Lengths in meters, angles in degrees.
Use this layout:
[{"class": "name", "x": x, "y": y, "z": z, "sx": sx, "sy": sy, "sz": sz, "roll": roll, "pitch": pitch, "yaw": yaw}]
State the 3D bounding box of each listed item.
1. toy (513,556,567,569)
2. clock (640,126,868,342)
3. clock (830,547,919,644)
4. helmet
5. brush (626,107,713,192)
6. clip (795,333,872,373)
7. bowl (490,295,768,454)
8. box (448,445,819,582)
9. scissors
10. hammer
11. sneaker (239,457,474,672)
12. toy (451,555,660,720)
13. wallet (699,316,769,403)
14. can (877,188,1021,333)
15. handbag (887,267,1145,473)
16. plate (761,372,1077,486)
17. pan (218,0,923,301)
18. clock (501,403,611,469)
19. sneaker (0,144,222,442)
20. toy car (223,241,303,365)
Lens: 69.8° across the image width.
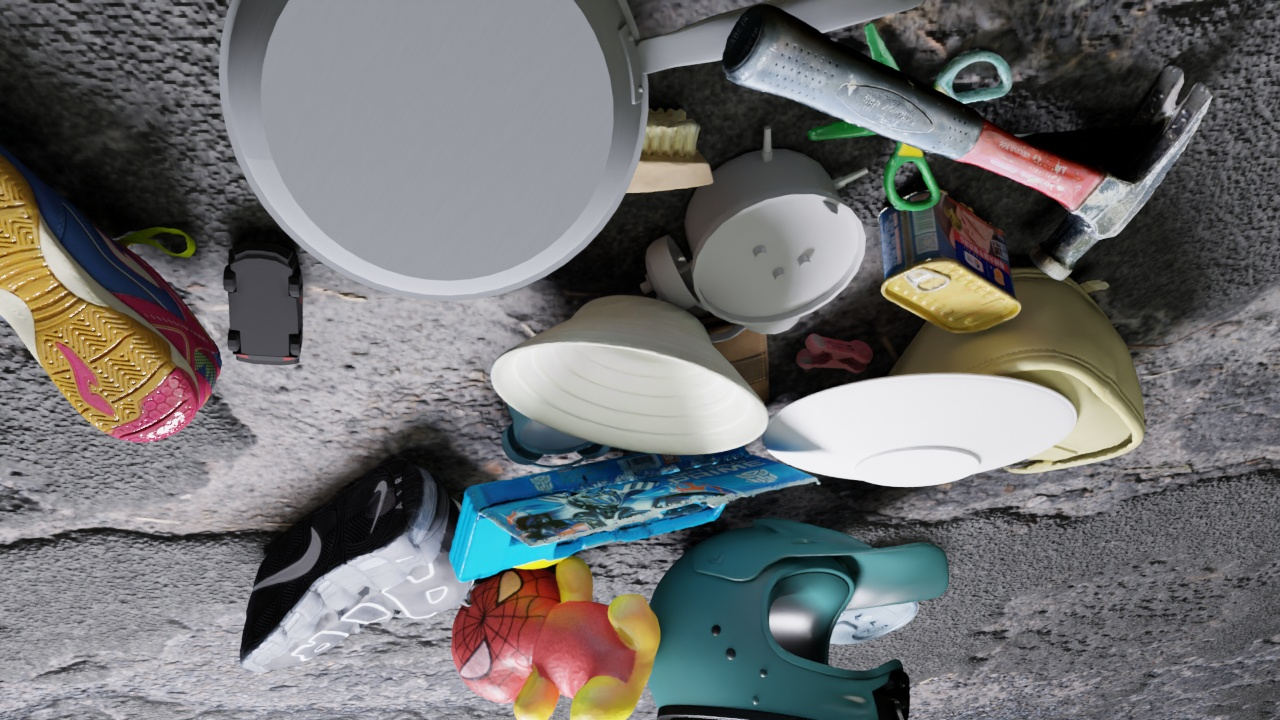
[{"class": "toy", "x": -0.097, "y": 0.151, "z": 0.807, "sx": 0.096, "sy": 0.041, "sz": 0.094, "roll": -27, "pitch": 134, "yaw": 19}, {"class": "clock", "x": 0.070, "y": -0.061, "z": 0.576, "sx": 0.119, "sy": 0.061, "sz": 0.160, "roll": 14, "pitch": 133, "yaw": -28}, {"class": "clock", "x": 0.224, "y": 0.268, "z": 1.010, "sx": 0.158, "sy": 0.058, "sz": 0.116, "roll": -35, "pitch": 134, "yaw": 26}, {"class": "helmet", "x": 0.136, "y": 0.244, "z": 0.841, "sx": 0.275, "sy": 0.199, "sz": 0.176, "roll": -8, "pitch": 144, "yaw": 31}, {"class": "brush", "x": -0.020, "y": -0.117, "z": 0.499, "sx": 0.117, "sy": 0.049, "sz": 0.039, "roll": -2, "pitch": 122, "yaw": -12}, {"class": "clip", "x": 0.147, "y": -0.008, "z": 0.693, "sx": 0.060, "sy": 0.023, "sz": 0.044, "roll": -7, "pitch": 142, "yaw": 3}, {"class": "bowl", "x": -0.003, "y": 0.003, "z": 0.590, "sx": 0.177, "sy": 0.057, "sz": 0.177, "roll": 9, "pitch": 156, "yaw": 4}, {"class": "box", "x": -0.011, "y": 0.101, "z": 0.702, "sx": 0.243, "sy": 0.070, "sz": 0.171, "roll": -8, "pitch": 165, "yaw": -30}, {"class": "scissors", "x": 0.158, "y": -0.143, "z": 0.524, "sx": 0.130, "sy": 0.011, "sz": 0.125, "roll": -33, "pitch": 126, "yaw": 5}, {"class": "hammer", "x": 0.183, "y": -0.130, "z": 0.501, "sx": 0.325, "sy": 0.036, "sz": 0.141, "roll": 9, "pitch": 129, "yaw": -33}, {"class": "sneaker", "x": -0.219, "y": 0.190, "z": 0.777, "sx": 0.253, "sy": 0.097, "sz": 0.150, "roll": -38, "pitch": 131, "yaw": 21}, {"class": "toy", "x": -0.084, "y": 0.257, "z": 0.836, "sx": 0.217, "sy": 0.147, "sz": 0.099, "roll": 3, "pitch": 141, "yaw": 40}, {"class": "wallet", "x": 0.036, "y": 0.011, "z": 0.683, "sx": 0.121, "sy": 0.026, "sz": 0.099, "roll": -13, "pitch": 139, "yaw": 1}, {"class": "can", "x": 0.199, "y": -0.064, "z": 0.597, "sx": 0.099, "sy": 0.059, "sz": 0.054, "roll": 21, "pitch": 148, "yaw": -34}, {"class": "handbag", "x": 0.298, "y": 0.020, "z": 0.723, "sx": 0.232, "sy": 0.088, "sz": 0.191, "roll": 18, "pitch": 147, "yaw": -31}, {"class": "plate", "x": 0.208, "y": 0.069, "z": 0.696, "sx": 0.229, "sy": 0.030, "sz": 0.230, "roll": 2, "pitch": 156, "yaw": 1}, {"class": "pan", "x": -0.018, "y": -0.140, "z": 0.441, "sx": 0.356, "sy": 0.050, "sz": 0.201, "roll": -15, "pitch": 117, "yaw": -5}, {"class": "clock", "x": -0.063, "y": 0.050, "z": 0.700, "sx": 0.087, "sy": 0.042, "sz": 0.123, "roll": -5, "pitch": 146, "yaw": -9}, {"class": "sneaker", "x": -0.326, "y": -0.060, "z": 0.480, "sx": 0.116, "sy": 0.091, "sz": 0.242, "roll": -30, "pitch": 118, "yaw": 13}, {"class": "toy car", "x": -0.226, "y": -0.036, "z": 0.555, "sx": 0.042, "sy": 0.036, "sz": 0.092, "roll": 4, "pitch": 128, "yaw": -15}]
